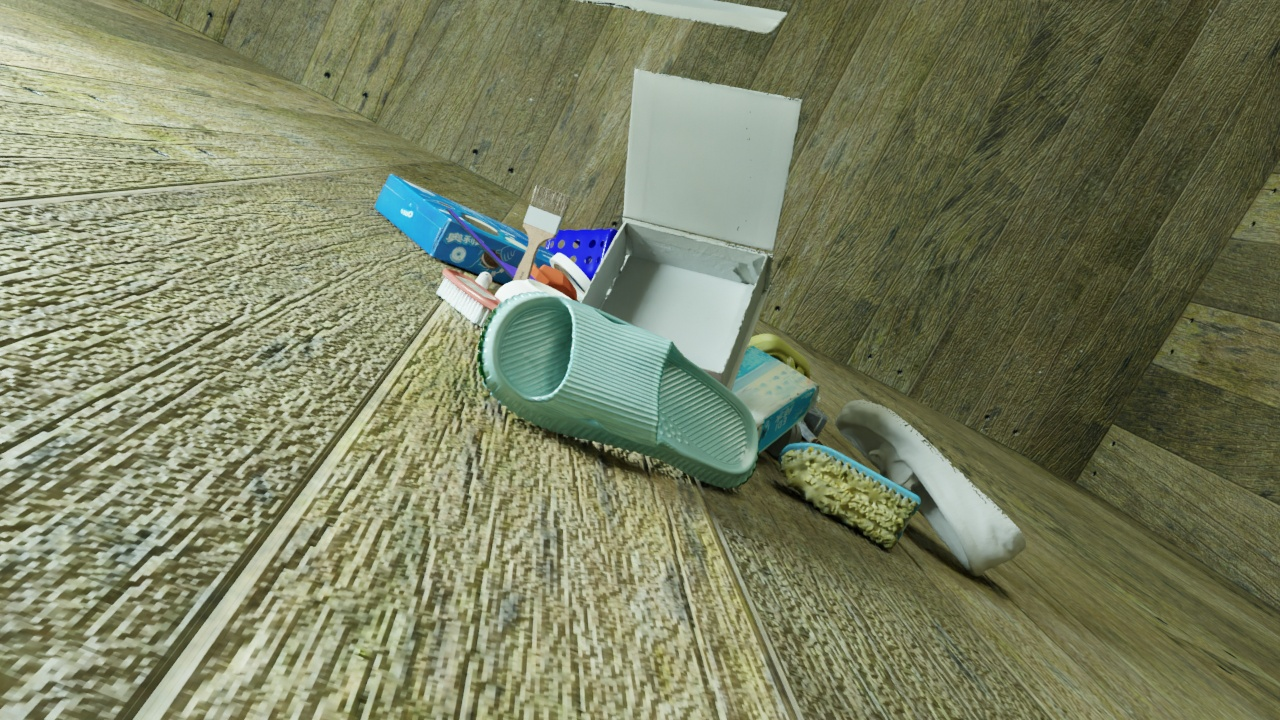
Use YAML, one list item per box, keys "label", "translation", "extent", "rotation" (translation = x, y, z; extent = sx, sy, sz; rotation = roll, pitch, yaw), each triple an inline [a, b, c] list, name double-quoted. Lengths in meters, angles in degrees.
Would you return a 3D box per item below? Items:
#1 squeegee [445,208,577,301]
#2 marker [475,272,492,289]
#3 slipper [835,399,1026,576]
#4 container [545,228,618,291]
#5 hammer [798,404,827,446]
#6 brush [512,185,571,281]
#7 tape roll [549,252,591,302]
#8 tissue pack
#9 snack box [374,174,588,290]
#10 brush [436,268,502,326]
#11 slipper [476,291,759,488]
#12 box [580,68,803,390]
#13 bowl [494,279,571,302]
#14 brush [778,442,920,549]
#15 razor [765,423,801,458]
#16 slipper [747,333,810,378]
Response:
- label: "squeegee"
  translation: [-0.114, -0.087, 1.129]
  extent: [0.249, 0.055, 0.184]
  rotation: [45, 2, 17]
- label: "marker"
  translation: [-0.183, -0.085, 1.046]
  extent: [0.020, 0.017, 0.133]
  rotation: [-10, 13, -2]
- label: "slipper"
  translation: [0.299, 0.133, 0.994]
  extent: [0.246, 0.074, 0.112]
  rotation: [49, -22, 39]
- label: "container"
  translation: [-0.074, -0.147, 1.363]
  extent: [0.114, 0.084, 0.085]
  rotation: [5, -12, 36]
- label: "hammer"
  translation: [0.215, 0.107, 1.083]
  extent: [0.098, 0.044, 0.322]
  rotation: [25, 12, -18]
- label: "brush"
  translation: [-0.121, -0.122, 1.028]
  extent: [0.045, 0.143, 0.008]
  rotation: [22, 6, 20]
- label: "tape roll"
  translation: [-0.081, -0.099, 1.180]
  extent: [0.093, 0.013, 0.093]
  rotation: [45, -11, 11]
- label: "tissue pack"
  translation: [0.113, 0.043, 0.938]
  extent: [0.093, 0.062, 0.144]
  rotation: [32, 43, 31]
- label: "snack box"
  translation: [-0.214, -0.159, 1.244]
  extent: [0.238, 0.056, 0.195]
  rotation: [20, 12, -44]
- label: "brush"
  translation: [-0.141, -0.043, 0.884]
  extent: [0.172, 0.030, 0.041]
  rotation: [33, 10, 38]
- label: "slipper"
  translation: [0.004, 0.022, 0.712]
  extent: [0.276, 0.070, 0.115]
  rotation: [27, 53, -30]
- label: "box"
  translation: [0.076, -0.215, 0.912]
  extent: [0.167, 0.506, 0.148]
  rotation: [15, 2, 13]
- label: "bowl"
  translation: [-0.104, -0.048, 0.958]
  extent: [0.105, 0.054, 0.105]
  rotation: [27, 8, -4]
- label: "brush"
  translation: [0.196, 0.121, 0.882]
  extent: [0.136, 0.055, 0.075]
  rotation: [29, 14, 11]
- label: "razor"
  translation: [0.105, 0.064, 1.003]
  extent: [0.116, 0.047, 0.088]
  rotation: [14, 15, -28]
- label: "slipper"
  translation: [0.186, 0.027, 1.265]
  extent: [0.190, 0.092, 0.081]
  rotation: [41, 28, -57]
